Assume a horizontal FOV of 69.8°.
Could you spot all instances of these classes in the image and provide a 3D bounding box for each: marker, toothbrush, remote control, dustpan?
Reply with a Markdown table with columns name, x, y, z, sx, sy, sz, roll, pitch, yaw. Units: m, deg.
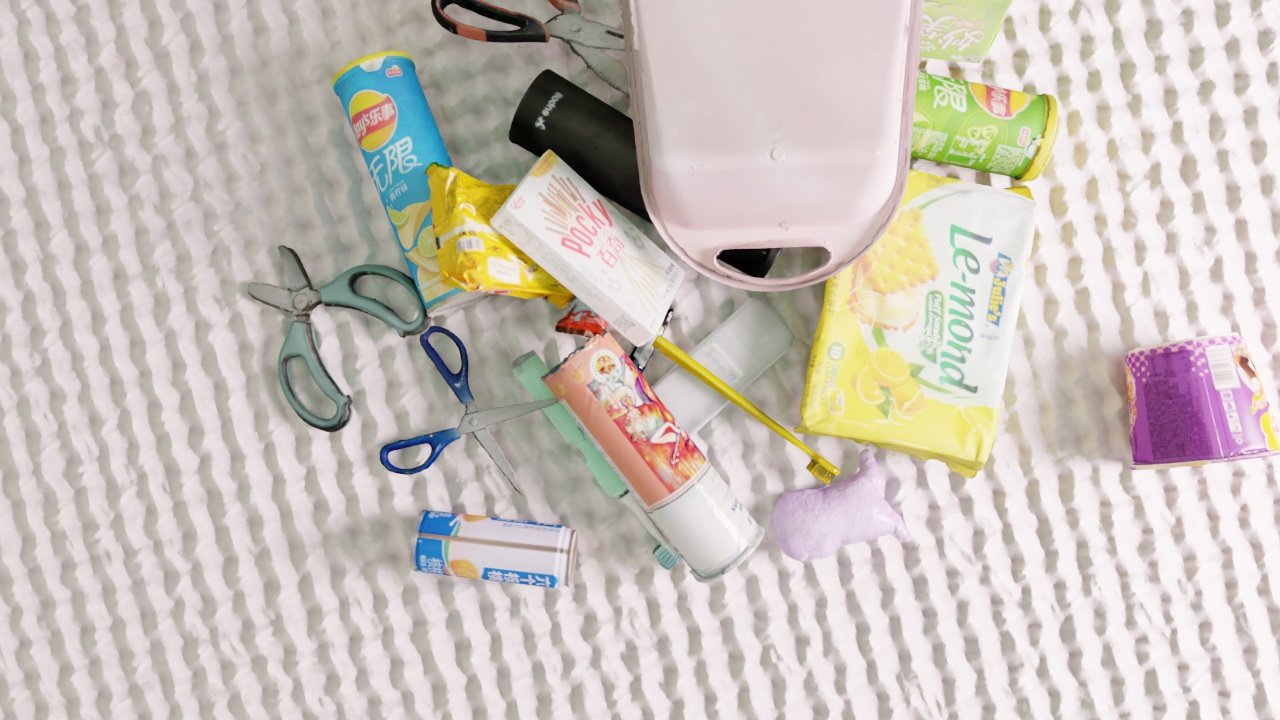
| name | x | y | z | sx | sy | sz | roll | pitch | yaw |
| --- | --- | --- | --- | --- | --- | --- | --- | --- | --- |
| marker | -0.005 | 0.005 | 0.793 | 0.018 | 0.015 | 0.124 | 29 | 89 | -3 |
| toothbrush | -0.036 | 0.085 | 0.789 | 0.027 | 0.026 | 0.224 | -37 | 89 | -23 |
| toothbrush | 0.087 | 0.041 | 0.768 | 0.190 | 0.015 | 0.016 | 37 | 98 | 0 |
| remote control | 0.068 | 0.007 | 0.786 | 0.136 | 0.020 | 0.056 | -42 | 89 | 2 |
| dustpan | 0.094 | -0.200 | 0.693 | 0.223 | 0.139 | 0.273 | 2 | 80 | 10 |

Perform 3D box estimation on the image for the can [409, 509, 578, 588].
| name | x | y | z | sx | sy | sz | roll | pitch | yaw |
| --- | --- | --- | --- | --- | --- | --- | --- | --- | --- |
| can | -0.122 | 0.160 | 0.779 | 0.134 | 0.053 | 0.053 | 6 | 91 | 2 |

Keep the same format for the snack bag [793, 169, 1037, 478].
| name | x | y | z | sx | sy | sz | roll | pitch | yaw |
| --- | --- | --- | --- | --- | --- | --- | --- | --- | --- |
| snack bag | 0.222 | -0.037 | 0.756 | 0.158 | 0.068 | 0.246 | 11 | 91 | 3 |

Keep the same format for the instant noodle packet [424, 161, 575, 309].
| name | x | y | z | sx | sy | sz | roll | pitch | yaw |
| --- | --- | --- | --- | --- | --- | --- | --- | --- | --- |
| instant noodle packet | -0.112 | -0.097 | 0.739 | 0.044 | 0.128 | 0.110 | -25 | 71 | 38 |

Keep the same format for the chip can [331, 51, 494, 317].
| name | x | y | z | sx | sy | sz | roll | pitch | yaw |
| --- | --- | --- | --- | --- | --- | --- | --- | --- | --- |
| chip can | -0.185 | -0.146 | 0.769 | 0.071 | 0.071 | 0.210 | -23 | 90 | 2 |

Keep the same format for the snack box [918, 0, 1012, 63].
| name | x | y | z | sx | sy | sz | roll | pitch | yaw |
| --- | --- | --- | --- | --- | --- | --- | --- | --- | --- |
| snack box | 0.180 | -0.329 | 0.729 | 0.210 | 0.070 | 0.157 | 7 | 68 | 3 |

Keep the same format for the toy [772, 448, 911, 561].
| name | x | y | z | sx | sy | sz | roll | pitch | yaw |
| --- | --- | --- | --- | --- | --- | --- | --- | --- | --- |
| toy | 0.162 | 0.129 | 0.775 | 0.108 | 0.039 | 0.083 | -21 | 72 | 6 |

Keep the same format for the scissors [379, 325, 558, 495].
| name | x | y | z | sx | sy | sz | roll | pitch | yaw |
| --- | --- | --- | --- | --- | --- | --- | --- | --- | --- |
| scissors | -0.152 | 0.045 | 0.787 | 0.173 | 0.012 | 0.162 | -17 | 82 | 14 |

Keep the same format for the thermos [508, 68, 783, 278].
| name | x | y | z | sx | sy | sz | roll | pitch | yaw |
| --- | --- | --- | --- | --- | --- | --- | --- | --- | --- |
| thermos | 0.017 | -0.161 | 0.767 | 0.242 | 0.068 | 0.090 | 30 | 81 | 0 |

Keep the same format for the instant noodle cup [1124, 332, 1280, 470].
| name | x | y | z | sx | sy | sz | roll | pitch | yaw |
| --- | --- | --- | --- | --- | --- | --- | --- | --- | --- |
| instant noodle cup | 0.443 | 0.033 | 0.735 | 0.111 | 0.111 | 0.099 | -9 | 81 | 2 |

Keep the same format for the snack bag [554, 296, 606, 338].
| name | x | y | z | sx | sy | sz | roll | pitch | yaw |
| --- | --- | --- | --- | --- | --- | --- | --- | --- | --- |
| snack bag | -0.044 | -0.070 | 0.788 | 0.048 | 0.026 | 0.104 | 10 | 91 | -6 |

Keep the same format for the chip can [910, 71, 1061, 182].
| name | x | y | z | sx | sy | sz | roll | pitch | yaw |
| --- | --- | --- | --- | --- | --- | --- | --- | --- | --- |
| chip can | 0.221 | -0.203 | 0.753 | 0.221 | 0.072 | 0.072 | 12 | 91 | 2 |

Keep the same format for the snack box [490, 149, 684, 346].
| name | x | y | z | sx | sy | sz | roll | pitch | yaw |
| --- | --- | --- | --- | --- | --- | --- | --- | --- | --- |
| snack box | -0.038 | -0.090 | 0.742 | 0.157 | 0.084 | 0.027 | 41 | 137 | -16 |

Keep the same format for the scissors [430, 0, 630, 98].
| name | x | y | z | sx | sy | sz | roll | pitch | yaw |
| --- | --- | --- | --- | --- | --- | --- | --- | --- | --- |
| scissors | -0.072 | -0.285 | 0.760 | 0.189 | 0.015 | 0.226 | -16 | 68 | -7 |

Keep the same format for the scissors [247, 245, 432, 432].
| name | x | y | z | sx | sy | sz | roll | pitch | yaw |
| --- | --- | --- | --- | --- | --- | --- | --- | --- | --- |
| scissors | -0.270 | -0.015 | 0.799 | 0.170 | 0.019 | 0.181 | 13 | 93 | 6 |

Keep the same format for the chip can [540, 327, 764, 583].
| name | x | y | z | sx | sy | sz | roll | pitch | yaw |
| --- | --- | --- | --- | --- | --- | --- | --- | --- | --- |
| chip can | 0.009 | 0.077 | 0.753 | 0.071 | 0.071 | 0.214 | -38 | 95 | 2 |
